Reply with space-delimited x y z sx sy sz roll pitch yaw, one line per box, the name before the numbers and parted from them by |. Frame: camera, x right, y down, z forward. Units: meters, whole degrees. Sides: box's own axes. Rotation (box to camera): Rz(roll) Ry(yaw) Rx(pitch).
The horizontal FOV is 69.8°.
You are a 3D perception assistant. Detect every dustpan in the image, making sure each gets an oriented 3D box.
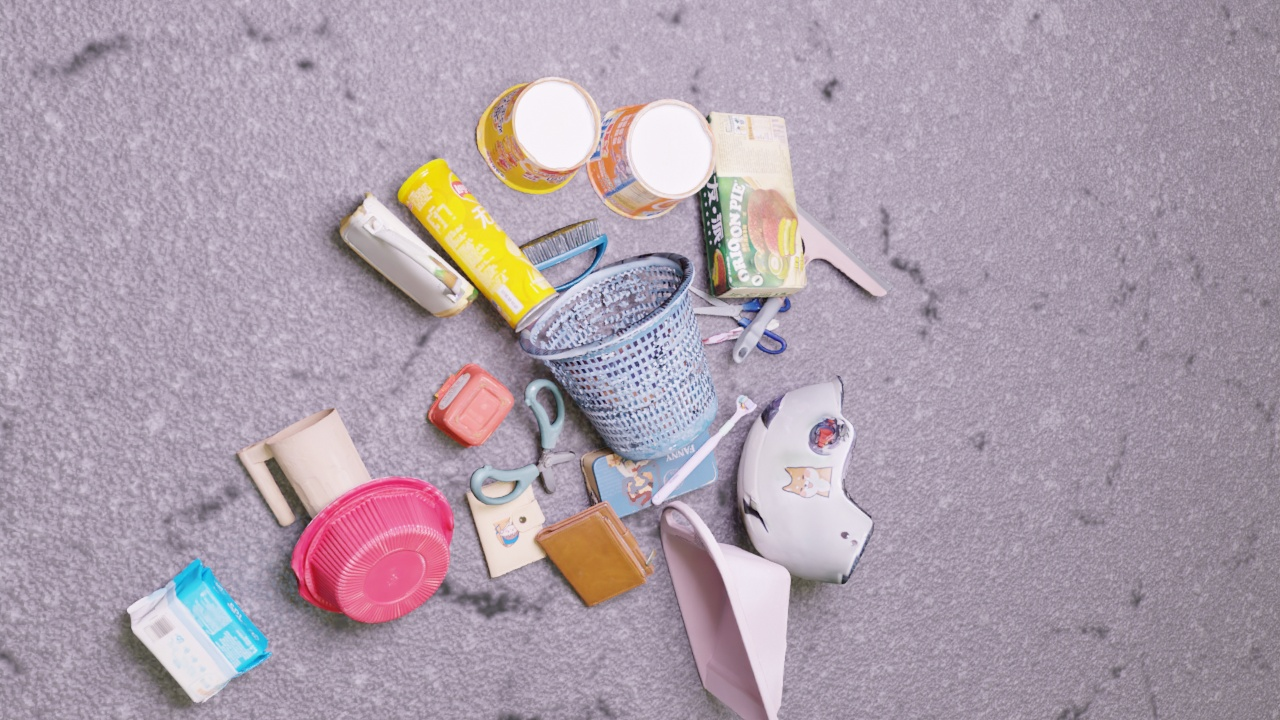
dustpan | 0.085 0.324 1.172 0.138 0.223 0.273 11 84 -20

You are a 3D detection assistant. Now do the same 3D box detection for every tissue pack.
tissue pack | -0.487 0.301 1.020 0.090 0.063 0.140 -36 104 -14

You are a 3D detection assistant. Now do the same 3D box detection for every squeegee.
squeegee | 0.191 -0.088 1.264 0.247 0.040 0.249 40 69 -8

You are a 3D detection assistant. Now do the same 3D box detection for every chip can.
chip can | -0.189 -0.135 1.078 0.072 0.072 0.213 -41 89 -15

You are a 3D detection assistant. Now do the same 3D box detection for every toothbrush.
toothbrush | 0.111 -0.030 1.266 0.187 0.017 0.016 -15 81 -23
toothbrush | 0.081 0.119 1.199 0.189 0.029 0.021 -46 145 -13

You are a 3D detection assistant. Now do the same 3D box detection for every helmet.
helmet | 0.205 0.161 1.217 0.157 0.230 0.273 -5 71 2

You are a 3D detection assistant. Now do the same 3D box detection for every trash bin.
trash bin | -0.007 0.007 1.129 0.226 0.227 0.195 -34 117 -17

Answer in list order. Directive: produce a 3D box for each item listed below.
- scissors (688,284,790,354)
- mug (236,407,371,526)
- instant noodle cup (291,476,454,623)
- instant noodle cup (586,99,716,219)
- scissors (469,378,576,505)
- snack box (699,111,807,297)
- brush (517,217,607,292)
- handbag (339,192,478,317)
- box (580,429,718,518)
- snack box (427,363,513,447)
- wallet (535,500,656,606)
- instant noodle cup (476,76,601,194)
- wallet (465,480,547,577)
scissors | 0.140 -0.070 1.268 0.165 0.012 0.156 48 64 -3
mug | -0.382 0.126 1.051 0.125 0.084 0.103 -23 104 6
instant noodle cup | -0.292 0.230 1.050 0.193 0.066 0.194 -20 129 -27
instant noodle cup | 0.019 -0.259 1.163 0.151 0.111 0.151 -1 93 -22
scissors | -0.145 0.115 1.127 0.179 0.019 0.170 -35 131 -37
snack box | 0.144 -0.204 1.214 0.114 0.063 0.240 -3 81 -21
brush | -0.104 -0.125 1.152 0.143 0.055 0.073 -25 99 -18
handbag | -0.259 -0.113 1.027 0.163 0.179 0.063 42 83 -20
box | 0.018 0.141 1.215 0.184 0.059 0.090 -19 100 -18
snack box | -0.203 0.056 1.110 0.082 0.080 0.091 40 79 -18
wallet | -0.051 0.247 1.174 0.119 0.035 0.131 -27 115 8
instant noodle cup | -0.116 -0.276 1.110 0.138 0.110 0.138 -2 95 -21
wallet | -0.164 0.207 1.165 0.087 0.024 0.115 -19 97 -23
